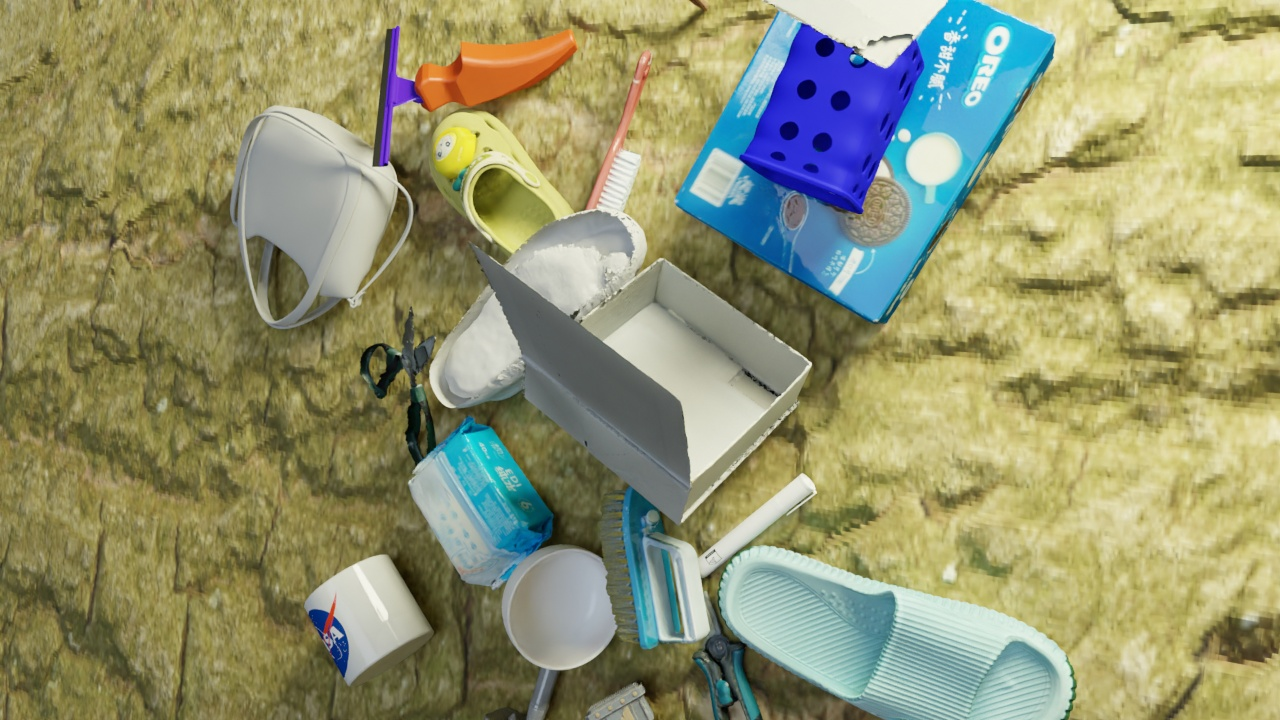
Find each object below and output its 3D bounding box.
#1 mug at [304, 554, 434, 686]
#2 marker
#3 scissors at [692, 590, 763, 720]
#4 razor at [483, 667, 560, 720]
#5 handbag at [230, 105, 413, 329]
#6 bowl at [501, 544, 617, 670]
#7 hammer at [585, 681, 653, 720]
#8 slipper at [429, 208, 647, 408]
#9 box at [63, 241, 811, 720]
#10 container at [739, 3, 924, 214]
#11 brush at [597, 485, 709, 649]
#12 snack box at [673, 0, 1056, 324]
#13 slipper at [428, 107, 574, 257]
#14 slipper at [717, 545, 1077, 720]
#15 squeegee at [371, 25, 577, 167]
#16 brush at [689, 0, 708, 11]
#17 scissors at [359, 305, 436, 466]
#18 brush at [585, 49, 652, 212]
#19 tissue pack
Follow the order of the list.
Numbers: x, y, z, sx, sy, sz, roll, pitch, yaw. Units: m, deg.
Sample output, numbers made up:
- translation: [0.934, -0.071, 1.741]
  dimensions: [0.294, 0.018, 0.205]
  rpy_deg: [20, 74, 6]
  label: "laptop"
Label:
- translation: [-0.269, 0.260, 0.906]
  dimensions: [0.090, 0.090, 0.122]
  rpy_deg: [54, 145, 15]
  label: "mug"
- translation: [0.093, 0.142, 0.768]
  dimensions: [0.134, 0.017, 0.020]
  rpy_deg: [-43, 77, 19]
  label: "marker"
- translation: [0.068, 0.274, 0.780]
  dimensions: [0.129, 0.019, 0.139]
  rpy_deg: [28, 100, 23]
  label: "scissors"
- translation: [-0.088, 0.301, 0.844]
  dimensions: [0.088, 0.047, 0.116]
  rpy_deg: [17, 90, 24]
  label: "razor"
- translation: [-0.342, -0.127, 0.931]
  dimensions: [0.216, 0.095, 0.223]
  rpy_deg: [33, 109, 23]
  label: "handbag"
- translation: [-0.072, 0.213, 0.809]
  dimensions: [0.104, 0.054, 0.105]
  rpy_deg: [0, 91, -20]
  label: "bowl"
- translation: [-0.119, 0.396, 0.775]
  dimensions: [0.322, 0.044, 0.098]
  rpy_deg: [-28, 77, -6]
  label: "hammer"
- translation: [-0.087, -0.039, 0.818]
  dimensions: [0.247, 0.074, 0.112]
  rpy_deg: [-41, 83, 25]
  label: "slipper"
- translation: [-0.054, 0.028, 0.570]
  dimensions: [0.167, 0.505, 0.149]
  rpy_deg: [37, 109, 19]
  label: "box"
- translation: [0.137, -0.175, 0.646]
  dimensions: [0.084, 0.085, 0.114]
  rpy_deg: [26, 99, 22]
  label: "container"
- translation: [0.011, 0.172, 0.783]
  dimensions: [0.075, 0.055, 0.136]
  rpy_deg: [-13, 85, 32]
  label: "brush"
- translation: [0.166, -0.177, 0.710]
  dimensions: [0.195, 0.056, 0.239]
  rpy_deg: [35, 103, 21]
  label: "snack box"
- translation: [-0.138, -0.154, 0.840]
  dimensions: [0.190, 0.081, 0.092]
  rpy_deg: [47, 111, 15]
  label: "slipper"
- translation: [0.180, 0.221, 0.701]
  dimensions: [0.276, 0.069, 0.116]
  rpy_deg: [17, 100, 25]
  label: "slipper"
- translation: [-0.148, -0.265, 0.845]
  dimensions: [0.185, 0.055, 0.249]
  rpy_deg: [-17, 46, 6]
  label: "squeegee"
- translation: [0.031, -0.298, 0.724]
  dimensions: [0.045, 0.143, 0.008]
  rpy_deg: [34, 105, 12]
  label: "brush"
- translation: [-0.211, 0.034, 0.862]
  dimensions: [0.210, 0.015, 0.154]
  rpy_deg: [-30, 84, 56]
  label: "scissors"
- translation: [-0.013, -0.184, 0.805]
  dimensions: [0.030, 0.041, 0.172]
  rpy_deg: [21, 101, 4]
  label: "brush"
- translation: [-0.148, 0.135, 0.856]
  dimensions: [0.093, 0.061, 0.144]
  rpy_deg: [-43, 71, 20]
  label: "tissue pack"
